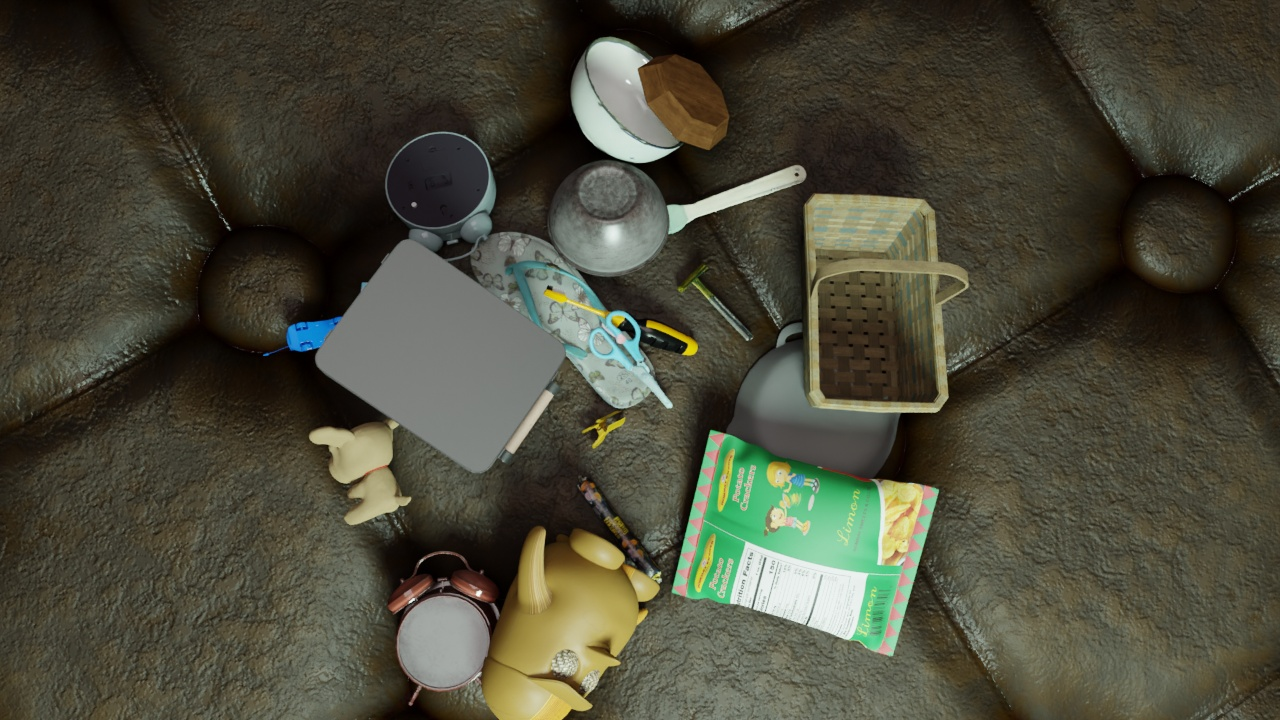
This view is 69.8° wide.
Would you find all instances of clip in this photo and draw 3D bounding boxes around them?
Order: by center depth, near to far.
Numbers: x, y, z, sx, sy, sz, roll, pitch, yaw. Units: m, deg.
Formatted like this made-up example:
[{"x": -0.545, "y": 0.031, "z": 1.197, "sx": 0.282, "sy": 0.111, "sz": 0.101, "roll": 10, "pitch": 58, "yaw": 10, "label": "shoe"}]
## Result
[{"x": -0.048, "y": 0.074, "z": 1.062, "sx": 0.047, "sy": 0.052, "sz": 0.039, "roll": -38, "pitch": 85, "yaw": 23, "label": "clip"}]

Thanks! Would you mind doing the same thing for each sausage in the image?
[{"x": -0.026, "y": 0.195, "z": 1.057, "sx": 0.020, "sy": 0.020, "sz": 0.155, "roll": -37, "pitch": 87, "yaw": -7, "label": "sausage"}]

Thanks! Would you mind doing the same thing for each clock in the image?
[{"x": -0.213, "y": 0.289, "z": 1.010, "sx": 0.120, "sy": 0.072, "sz": 0.157, "roll": -5, "pitch": 84, "yaw": -4, "label": "clock"}, {"x": -0.228, "y": -0.189, "z": 1.065, "sx": 0.122, "sy": 0.045, "sz": 0.159, "roll": -13, "pitch": 75, "yaw": 0, "label": "clock"}]

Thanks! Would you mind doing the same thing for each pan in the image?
[{"x": 0.220, "y": 0.129, "z": 1.076, "sx": 0.216, "sy": 0.024, "sz": 0.354, "roll": -10, "pitch": 84, "yaw": -4, "label": "pan"}]

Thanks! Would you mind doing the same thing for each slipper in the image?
[{"x": -0.082, "y": -0.059, "z": 1.063, "sx": 0.269, "sy": 0.055, "sz": 0.098, "roll": 43, "pitch": 70, "yaw": 0, "label": "slipper"}]

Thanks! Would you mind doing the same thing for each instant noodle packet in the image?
[{"x": 0.178, "y": 0.202, "z": 1.018, "sx": 0.253, "sy": 0.090, "sz": 0.196, "roll": 14, "pitch": 98, "yaw": 10, "label": "instant noodle packet"}]

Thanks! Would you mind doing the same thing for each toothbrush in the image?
[{"x": -0.020, "y": -0.045, "z": 1.055, "sx": 0.196, "sy": 0.031, "sz": 0.030, "roll": 20, "pitch": 52, "yaw": -20, "label": "toothbrush"}]

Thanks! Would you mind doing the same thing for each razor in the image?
[{"x": 0.095, "y": -0.064, "z": 1.093, "sx": 0.042, "sy": 0.026, "sz": 0.106, "roll": -44, "pitch": 91, "yaw": -9, "label": "razor"}]

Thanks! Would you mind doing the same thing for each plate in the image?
[{"x": 0.057, "y": -0.309, "z": 1.076, "sx": 0.131, "sy": 0.025, "sz": 0.131, "roll": 23, "pitch": 51, "yaw": -31, "label": "plate"}]

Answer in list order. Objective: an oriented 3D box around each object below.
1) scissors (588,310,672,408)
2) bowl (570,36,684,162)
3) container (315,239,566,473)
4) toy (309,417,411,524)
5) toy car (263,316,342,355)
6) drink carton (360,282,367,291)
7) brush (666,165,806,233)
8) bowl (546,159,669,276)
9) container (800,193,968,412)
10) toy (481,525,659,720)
[{"x": -0.006, "y": 0.008, "z": 1.052, "sx": 0.063, "sy": 0.015, "sz": 0.138, "roll": -35, "pitch": 103, "yaw": 3, "label": "scissors"}, {"x": -0.021, "y": -0.292, "z": 1.069, "sx": 0.153, "sy": 0.073, "sz": 0.153, "roll": 23, "pitch": 51, "yaw": -32, "label": "bowl"}, {"x": -0.209, "y": 0.001, "z": 0.984, "sx": 0.241, "sy": 0.130, "sz": 0.162, "roll": 35, "pitch": 80, "yaw": -6, "label": "container"}, {"x": -0.301, "y": 0.119, "z": 1.019, "sx": 0.106, "sy": 0.133, "sz": 0.108, "roll": -23, "pitch": 85, "yaw": 36, "label": "toy"}, {"x": -0.385, "y": -0.023, "z": 1.068, "sx": 0.091, "sy": 0.062, "sz": 0.033, "roll": -12, "pitch": 83, "yaw": -34, "label": "toy car"}, {"x": -0.302, "y": -0.028, "z": 1.058, "sx": 0.044, "sy": 0.038, "sz": 0.129, "roll": 1, "pitch": 84, "yaw": -3, "label": "drink carton"}, {"x": 0.101, "y": -0.194, "z": 1.113, "sx": 0.217, "sy": 0.012, "sz": 0.033, "roll": -20, "pitch": 85, "yaw": -6, "label": "brush"}, {"x": -0.037, "y": -0.176, "z": 1.058, "sx": 0.145, "sy": 0.067, "sz": 0.144, "roll": 0, "pitch": 69, "yaw": -1, "label": "bowl"}, {"x": 0.256, "y": -0.067, "z": 1.002, "sx": 0.157, "sy": 0.186, "sz": 0.249, "roll": 2, "pitch": 74, "yaw": -3, "label": "container"}, {"x": -0.084, "y": 0.292, "z": 0.966, "sx": 0.198, "sy": 0.163, "sz": 0.203, "roll": 48, "pitch": 64, "yaw": -36, "label": "toy"}]
